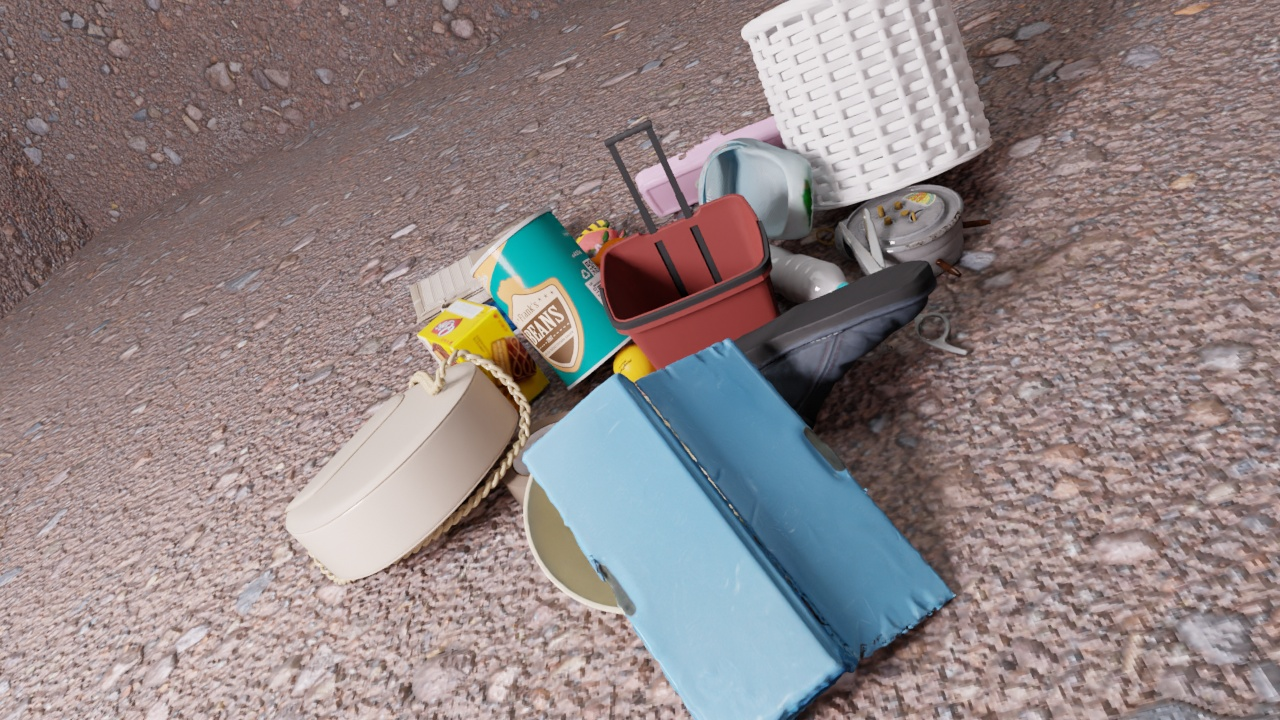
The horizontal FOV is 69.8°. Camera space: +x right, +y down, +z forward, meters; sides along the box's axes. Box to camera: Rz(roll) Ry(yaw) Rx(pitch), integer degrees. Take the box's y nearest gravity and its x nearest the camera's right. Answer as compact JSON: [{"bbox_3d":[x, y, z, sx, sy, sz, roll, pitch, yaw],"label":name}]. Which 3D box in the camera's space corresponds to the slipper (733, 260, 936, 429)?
[{"bbox_3d":[0.116,0.012,0.707,0.266,0.083,0.108,-29,4,31],"label":"slipper"}]

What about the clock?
[{"bbox_3d":[0.225,-0.114,0.823,0.148,0.056,0.103,5,44,41],"label":"clock"}]

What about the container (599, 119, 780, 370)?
[{"bbox_3d":[0.035,-0.084,0.778,0.148,0.201,0.126,-22,41,10],"label":"container"}]

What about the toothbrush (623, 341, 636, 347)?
[{"bbox_3d":[0.044,-0.027,0.881,0.135,0.016,0.021,-19,41,18],"label":"toothbrush"}]

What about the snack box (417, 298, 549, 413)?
[{"bbox_3d":[-0.158,-0.001,0.923,0.061,0.106,0.084,-46,33,-21],"label":"snack box"}]

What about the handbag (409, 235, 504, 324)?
[{"bbox_3d":[-0.189,-0.088,1.085,0.175,0.062,0.198,-29,17,0],"label":"handbag"}]

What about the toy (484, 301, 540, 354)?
[{"bbox_3d":[-0.108,-0.048,0.989,0.112,0.071,0.176,-34,33,-16],"label":"toy"}]

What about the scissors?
[{"bbox_3d":[0.210,-0.062,0.746,0.131,0.014,0.153,1,70,37],"label":"scissors"}]

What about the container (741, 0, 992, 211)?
[{"bbox_3d":[0.216,-0.264,0.877,0.189,0.187,0.189,-21,12,5],"label":"container"}]

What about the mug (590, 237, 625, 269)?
[{"bbox_3d":[-0.002,-0.089,0.927,0.096,0.112,0.077,8,90,46],"label":"mug"}]

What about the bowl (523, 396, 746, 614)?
[{"bbox_3d":[0.002,0.107,0.634,0.151,0.075,0.150,-5,62,8],"label":"bowl"}]

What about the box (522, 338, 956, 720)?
[{"bbox_3d":[0.051,0.094,0.558,0.175,0.060,0.231,-34,60,-10],"label":"box"}]

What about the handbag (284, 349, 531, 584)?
[{"bbox_3d":[-0.216,0.090,0.817,0.209,0.103,0.210,-17,29,48],"label":"handbag"}]

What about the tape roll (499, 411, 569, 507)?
[{"bbox_3d":[-0.074,0.086,0.796,0.094,0.030,0.093,-21,31,13],"label":"tape roll"}]

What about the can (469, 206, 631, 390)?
[{"bbox_3d":[-0.077,-0.058,0.874,0.099,0.144,0.099,-40,3,2],"label":"can"}]

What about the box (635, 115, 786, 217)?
[{"bbox_3d":[0.097,-0.253,1.121,0.202,0.111,0.101,-20,57,16],"label":"box"}]

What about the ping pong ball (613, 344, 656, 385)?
[{"bbox_3d":[-0.005,0.005,0.851,0.040,0.040,0.040,-21,31,13],"label":"ping pong ball"}]

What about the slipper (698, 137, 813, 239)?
[{"bbox_3d":[0.100,-0.168,0.919,0.074,0.104,0.245,-8,15,-14],"label":"slipper"}]

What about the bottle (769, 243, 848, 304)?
[{"bbox_3d":[0.146,-0.075,0.842,0.044,0.044,0.136,-37,31,-14],"label":"bottle"}]

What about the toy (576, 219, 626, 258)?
[{"bbox_3d":[-0.056,-0.136,1.103,0.084,0.046,0.103,-48,17,12],"label":"toy"}]
